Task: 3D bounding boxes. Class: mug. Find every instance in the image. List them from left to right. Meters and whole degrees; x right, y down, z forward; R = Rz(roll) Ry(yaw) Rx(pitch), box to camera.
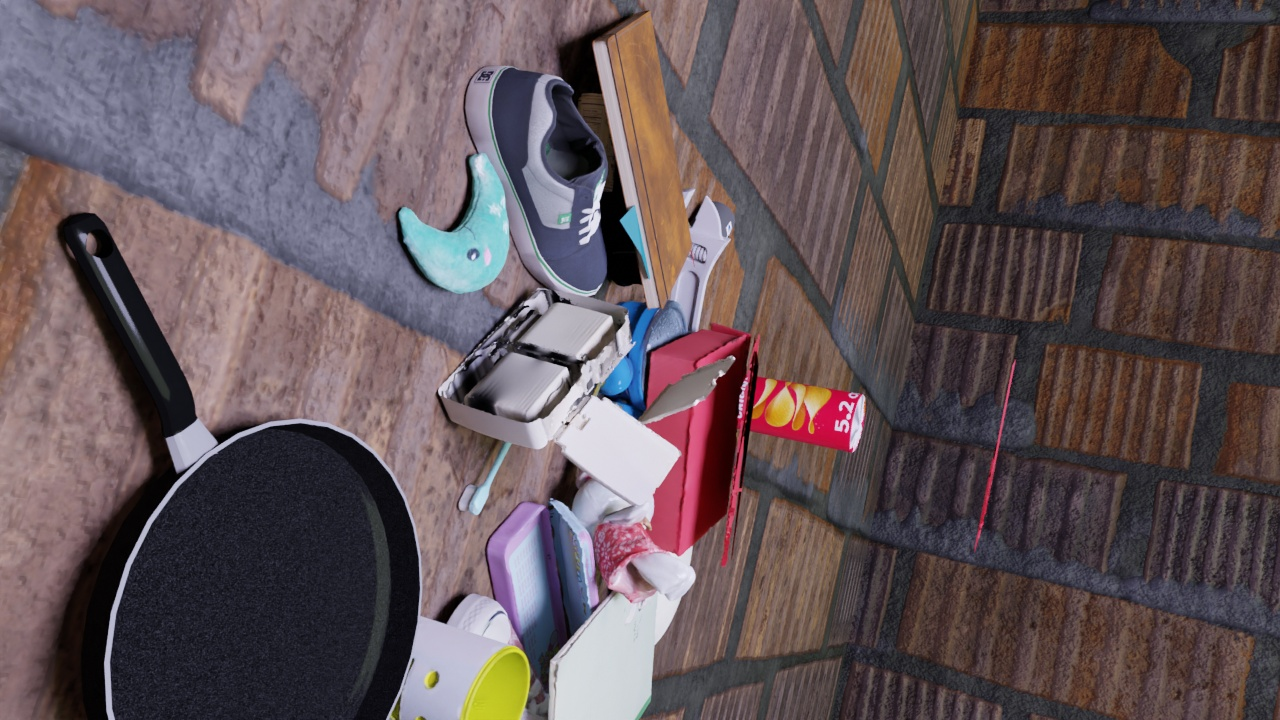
[{"bbox_3d":[-0.145,0.231,0.654,0.082,0.106,0.083,-35,130,-57],"label":"mug"}]

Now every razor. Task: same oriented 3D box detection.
[{"bbox_3d":[-0.008,-0.145,0.882,0.067,0.054,0.151,-42,130,-70],"label":"razor"}]

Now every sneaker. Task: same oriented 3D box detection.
[{"bbox_3d":[-0.107,0.298,0.784,0.118,0.088,0.241,-55,146,-43],"label":"sneaker"},{"bbox_3d":[-0.057,-0.129,0.735,0.235,0.079,0.084,66,40,-52],"label":"sneaker"}]

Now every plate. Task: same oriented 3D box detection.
[{"bbox_3d":[0.012,0.249,1.090,0.181,0.034,0.182,-36,131,-57],"label":"plate"}]

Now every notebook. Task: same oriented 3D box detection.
[{"bbox_3d":[-0.029,0.298,0.845,0.252,0.010,0.182,-28,123,-67],"label":"notebook"},{"bbox_3d":[0.008,-0.173,0.828,0.178,0.014,0.249,-65,147,-59],"label":"notebook"}]

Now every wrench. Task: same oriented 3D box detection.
[{"bbox_3d":[0.038,-0.053,1.003,0.018,0.087,0.274,-39,144,-55],"label":"wrench"}]

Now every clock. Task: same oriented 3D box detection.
[{"bbox_3d":[-0.005,0.005,0.927,0.161,0.060,0.117,-59,150,-35],"label":"clock"}]

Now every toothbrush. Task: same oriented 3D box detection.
[{"bbox_3d":[-0.107,0.052,0.778,0.180,0.017,0.016,-65,150,-33],"label":"toothbrush"}]

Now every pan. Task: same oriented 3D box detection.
[{"bbox_3d":[-0.223,0.089,0.497,0.224,0.034,0.357,-54,136,-52],"label":"pan"}]

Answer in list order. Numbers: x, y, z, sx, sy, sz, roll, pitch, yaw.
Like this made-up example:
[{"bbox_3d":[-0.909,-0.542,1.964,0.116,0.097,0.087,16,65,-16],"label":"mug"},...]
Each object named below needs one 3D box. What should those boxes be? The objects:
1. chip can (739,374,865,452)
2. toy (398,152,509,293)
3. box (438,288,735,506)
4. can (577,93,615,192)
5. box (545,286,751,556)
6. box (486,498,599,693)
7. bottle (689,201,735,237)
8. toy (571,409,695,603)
[{"bbox_3d":[0.147,0.053,1.080,0.069,0.221,0.069,-36,131,-57],"label":"chip can"},{"bbox_3d":[-0.126,-0.091,0.660,0.105,0.033,0.085,-52,133,-44],"label":"toy"},{"bbox_3d":[-0.037,0.028,0.703,0.143,0.191,0.069,-50,144,-36],"label":"box"},{"bbox_3d":[-0.039,-0.189,0.799,0.038,0.038,0.079,-11,110,-64],"label":"can"},{"bbox_3d":[-0.026,0.050,1.015,0.152,0.326,0.214,-13,115,-46],"label":"box"},{"bbox_3d":[-0.080,0.229,0.850,0.077,0.096,0.214,-92,178,-61],"label":"box"},{"bbox_3d":[0.072,-0.139,1.052,0.112,0.047,0.047,-58,148,-39],"label":"bottle"},{"bbox_3d":[-0.018,0.148,0.848,0.084,0.194,0.159,-23,125,-14],"label":"toy"}]
